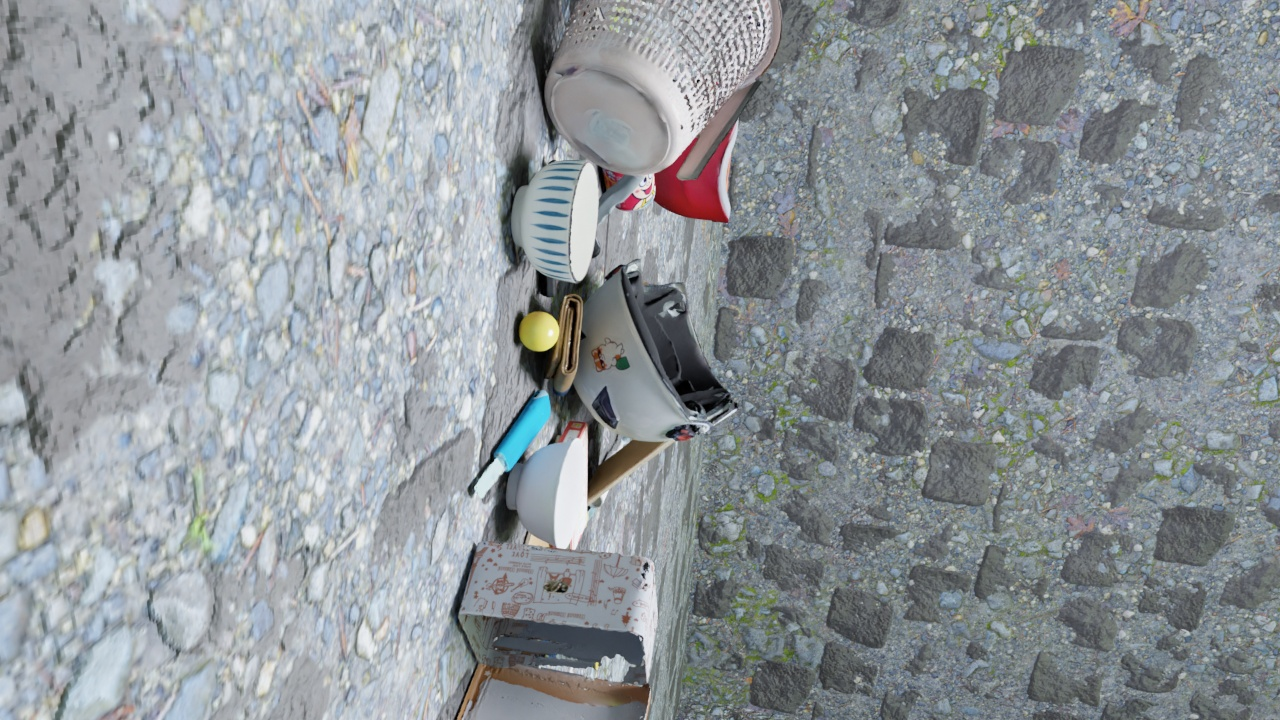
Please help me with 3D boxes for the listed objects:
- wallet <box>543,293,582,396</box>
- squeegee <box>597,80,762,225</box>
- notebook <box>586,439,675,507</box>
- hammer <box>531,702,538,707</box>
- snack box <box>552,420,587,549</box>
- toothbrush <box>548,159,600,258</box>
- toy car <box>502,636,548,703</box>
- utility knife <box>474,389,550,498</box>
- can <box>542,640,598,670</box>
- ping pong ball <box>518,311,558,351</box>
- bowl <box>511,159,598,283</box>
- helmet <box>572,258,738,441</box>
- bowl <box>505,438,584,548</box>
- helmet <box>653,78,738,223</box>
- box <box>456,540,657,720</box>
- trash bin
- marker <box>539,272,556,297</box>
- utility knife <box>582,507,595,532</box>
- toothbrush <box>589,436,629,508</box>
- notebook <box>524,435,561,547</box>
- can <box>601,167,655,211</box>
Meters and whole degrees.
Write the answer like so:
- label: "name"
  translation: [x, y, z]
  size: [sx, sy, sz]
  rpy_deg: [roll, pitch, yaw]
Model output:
- label: "wallet"
  translation: [-0.081, -0.015, 0.991]
  size: [0.115, 0.033, 0.090]
  rpy_deg: [130, -34, -74]
- label: "squeegee"
  translation: [0.007, -0.219, 1.066]
  size: [0.040, 0.250, 0.246]
  rpy_deg: [46, 42, -16]
- label: "notebook"
  translation: [0.000, 0.125, 1.311]
  size: [0.212, 0.012, 0.149]
  rpy_deg: [-39, -172, 21]
- label: "hammer"
  translation: [-0.060, 0.421, 0.958]
  size: [0.324, 0.032, 0.126]
  rpy_deg: [-24, -132, 54]
- label: "snack box"
  translation: [-0.087, 0.161, 1.142]
  size: [0.076, 0.027, 0.156]
  rpy_deg: [-65, 160, -62]
- label: "toothbrush"
  translation: [-0.074, -0.168, 1.032]
  size: [0.027, 0.026, 0.213]
  rpy_deg: [59, -3, 18]
- label: "toy car"
  translation: [-0.136, 0.358, 1.001]
  size: [0.070, 0.042, 0.157]
  rpy_deg: [82, 17, -57]
- label: "utility knife"
  translation: [-0.127, 0.084, 0.923]
  size: [0.204, 0.018, 0.034]
  rpy_deg: [-61, 145, -65]
- label: "can"
  translation: [-0.085, 0.334, 1.165]
  size: [0.101, 0.083, 0.057]
  rpy_deg: [-71, 164, -50]
- label: "ping pong ball"
  translation: [-0.102, -0.029, 0.922]
  size: [0.040, 0.040, 0.040]
  rpy_deg: [8, 89, -81]
- label: "bowl"
  translation: [-0.084, -0.135, 0.877]
  size: [0.116, 0.066, 0.116]
  rpy_deg: [9, 89, -82]
- label: "helmet"
  translation: [-0.007, 0.007, 1.139]
  size: [0.230, 0.157, 0.273]
  rpy_deg: [66, 20, 10]
- label: "bowl"
  translation: [-0.103, 0.137, 0.963]
  size: [0.118, 0.065, 0.118]
  rpy_deg: [8, 89, -81]
- label: "helmet"
  translation: [0.067, -0.331, 1.432]
  size: [0.239, 0.144, 0.207]
  rpy_deg: [-94, -176, -55]
- label: "box"
  translation: [-0.086, 0.295, 0.852]
  size: [0.157, 0.183, 0.193]
  rpy_deg: [85, 12, -48]
- label: "trash bin"
  translation: [0.007, -0.306, 0.938]
  size: [0.228, 0.228, 0.191]
  rpy_deg: [82, 30, -57]
- label: "marker"
  translation: [-0.097, -0.127, 0.948]
  size: [0.022, 0.020, 0.132]
  rpy_deg: [-106, -164, -58]
- label: "utility knife"
  translation: [-0.088, 0.235, 1.303]
  size: [0.206, 0.021, 0.031]
  rpy_deg: [-55, 157, -80]
- label: "toothbrush"
  translation: [-0.046, 0.167, 1.446]
  size: [0.027, 0.026, 0.220]
  rpy_deg: [49, 23, -9]
- label: "notebook"
  translation: [-0.116, 0.216, 1.123]
  size: [0.148, 0.008, 0.207]
  rpy_deg: [85, 15, -51]
- label: "can"
  translation: [-0.016, -0.249, 1.201]
  size: [0.094, 0.066, 0.066]
  rpy_deg: [79, 20, -60]
